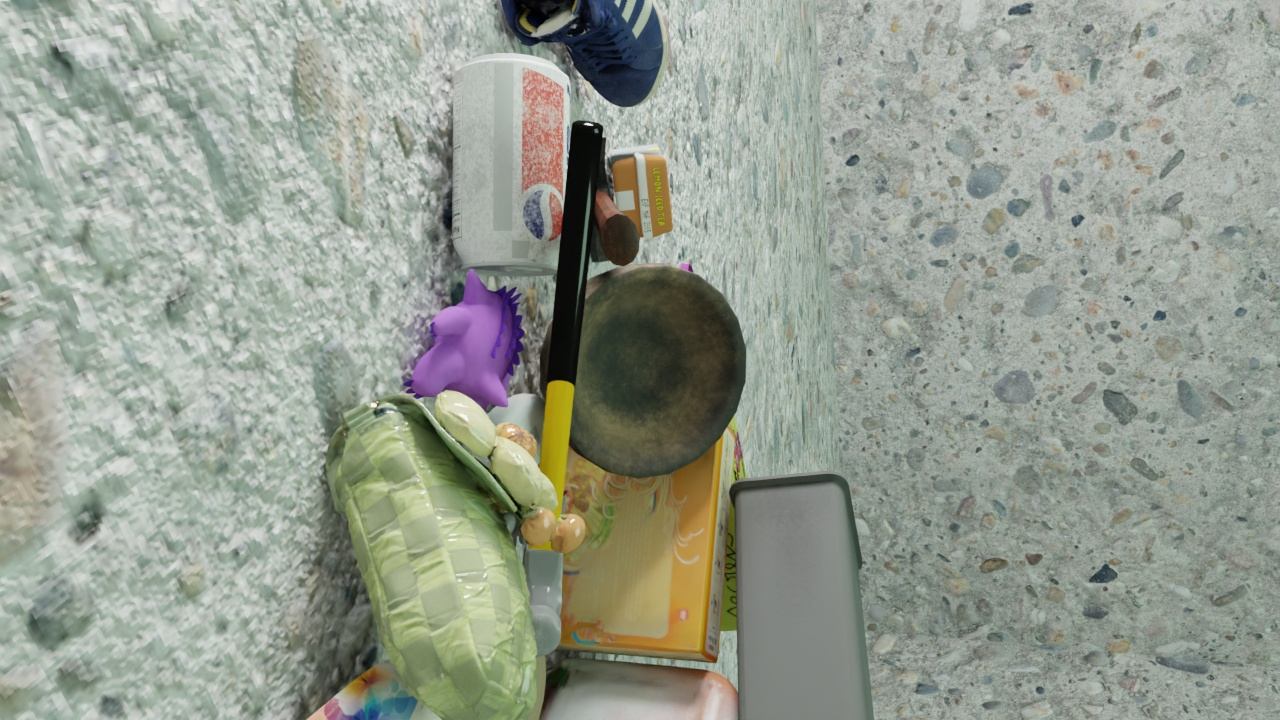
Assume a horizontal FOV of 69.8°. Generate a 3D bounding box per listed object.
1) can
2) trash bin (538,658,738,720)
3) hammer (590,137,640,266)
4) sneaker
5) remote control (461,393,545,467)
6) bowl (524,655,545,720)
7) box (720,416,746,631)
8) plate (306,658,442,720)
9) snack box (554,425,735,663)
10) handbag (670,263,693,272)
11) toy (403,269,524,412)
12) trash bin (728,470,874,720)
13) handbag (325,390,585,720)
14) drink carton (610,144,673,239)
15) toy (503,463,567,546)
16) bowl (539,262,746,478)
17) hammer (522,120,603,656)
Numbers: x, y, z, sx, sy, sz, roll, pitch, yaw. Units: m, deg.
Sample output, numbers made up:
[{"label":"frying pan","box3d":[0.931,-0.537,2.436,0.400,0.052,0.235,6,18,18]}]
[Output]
[{"label":"can","box3d":[-0.086,-0.128,0.617,0.078,0.078,0.136,4,87,-72]},{"label":"trash bin","box3d":[-0.016,0.363,0.675,0.258,0.182,0.157,-65,147,-51]},{"label":"hammer","box3d":[-0.027,-0.112,0.703,0.300,0.028,0.111,-111,-168,-74]},{"label":"sneaker","box3d":[-0.041,-0.263,0.734,0.233,0.091,0.118,65,26,-50]},{"label":"remote control","box3d":[-0.097,0.065,0.661,0.114,0.028,0.060,-59,144,-58]},{"label":"bowl","box3d":[-0.102,0.217,0.610,0.152,0.050,0.152,0,90,-72]},{"label":"box","box3d":[0.052,0.167,0.944,0.082,0.124,0.221,-48,131,-69]},{"label":"plate","box3d":[-0.148,0.266,0.468,0.186,0.016,0.187,-35,123,-56]},{"label":"snack box","box3d":[-0.003,0.145,0.766,0.080,0.145,0.195,54,39,-59]},{"label":"handbag","box3d":[0.050,-0.030,1.078,0.144,0.068,0.170,14,70,-72]},{"label":"toy","box3d":[-0.104,-0.007,0.596,0.106,0.056,0.088,55,40,-60]},{"label":"trash bin","box3d":[0.136,0.232,0.745,0.192,0.098,0.219,66,21,-50]},{"label":"handbag","box3d":[-0.089,0.101,0.499,0.186,0.117,0.113,64,1,28]},{"label":"drink carton","box3d":[-0.001,-0.163,0.865,0.124,0.048,0.076,-98,-179,-70]},{"label":"toy","box3d":[-0.085,0.111,0.699,0.111,0.030,0.049,-50,141,-65]},{"label":"bowl","box3d":[-0.004,0.004,0.707,0.070,0.162,0.162,-159,-118,-63]},{"label":"hammer","box3d":[-0.051,0.012,0.588,0.127,0.029,0.324,-112,-152,-77]}]
